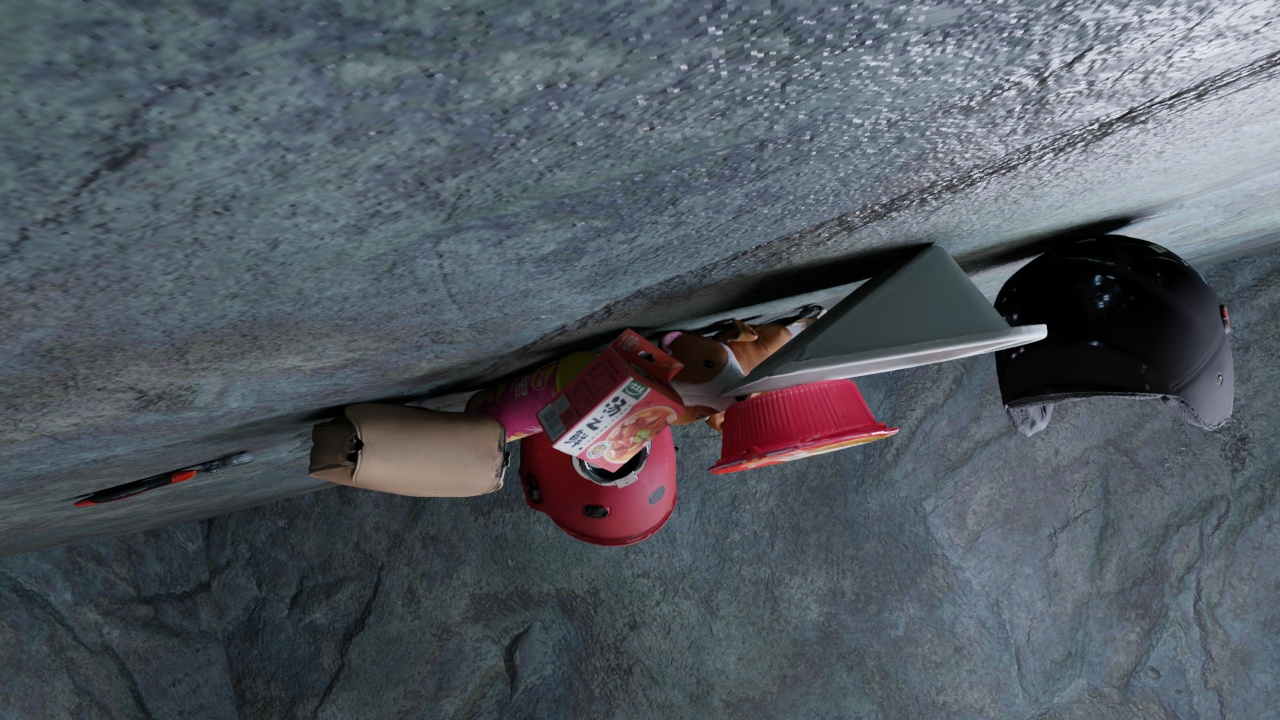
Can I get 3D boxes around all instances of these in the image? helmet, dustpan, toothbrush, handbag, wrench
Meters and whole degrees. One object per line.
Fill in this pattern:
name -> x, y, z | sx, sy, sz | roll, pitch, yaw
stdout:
helmet -> -0.052, 0.104, 1.159 | 0.206, 0.144, 0.240 | -13, -144, -16
dustpan -> 0.232, 0.001, 0.854 | 0.257, 0.142, 0.223 | -38, 179, -10
toothbrush -> 0.161, -0.042, 1.128 | 0.016, 0.014, 0.190 | -10, 175, -29
handbag -> -0.239, 0.093, 0.972 | 0.204, 0.099, 0.148 | 9, 169, -29
helmet -> 0.532, -0.032, 1.048 | 0.273, 0.230, 0.234 | -23, -169, -41
wrench -> -0.604, 0.153, 1.166 | 0.274, 0.016, 0.056 | -15, 175, 16

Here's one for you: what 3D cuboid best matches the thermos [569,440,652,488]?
thermos -> -0.045, 0.069, 1.042 | 0.093, 0.093, 0.143 | -13, -142, -11

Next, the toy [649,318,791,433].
toy -> 0.082, 0.020, 1.014 | 0.199, 0.140, 0.131 | -5, -163, -41

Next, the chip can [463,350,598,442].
chip can -> -0.117, 0.047, 1.014 | 0.071, 0.071, 0.211 | -10, 174, -40

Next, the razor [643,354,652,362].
razor -> 0.035, -0.005, 1.107 | 0.028, 0.043, 0.133 | -32, 174, -16

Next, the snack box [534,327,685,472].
snack box -> -0.019, 0.043, 0.892 | 0.127, 0.044, 0.113 | -42, 145, 12

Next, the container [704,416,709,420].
container -> 0.117, 0.029, 1.287 | 0.090, 0.090, 0.111 | -14, 160, 11

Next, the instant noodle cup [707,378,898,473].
instant noodle cup -> 0.156, 0.065, 0.925 | 0.194, 0.065, 0.194 | -12, 169, -2

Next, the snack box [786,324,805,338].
snack box -> 0.201, -0.031, 1.285 | 0.084, 0.027, 0.157 | -13, 175, -3

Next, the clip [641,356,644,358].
clip -> -0.006, 0.007, 1.166 | 0.039, 0.026, 0.058 | -8, 174, 25

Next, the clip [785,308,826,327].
clip -> 0.233, -0.047, 1.155 | 0.103, 0.035, 0.092 | -16, 178, -31
